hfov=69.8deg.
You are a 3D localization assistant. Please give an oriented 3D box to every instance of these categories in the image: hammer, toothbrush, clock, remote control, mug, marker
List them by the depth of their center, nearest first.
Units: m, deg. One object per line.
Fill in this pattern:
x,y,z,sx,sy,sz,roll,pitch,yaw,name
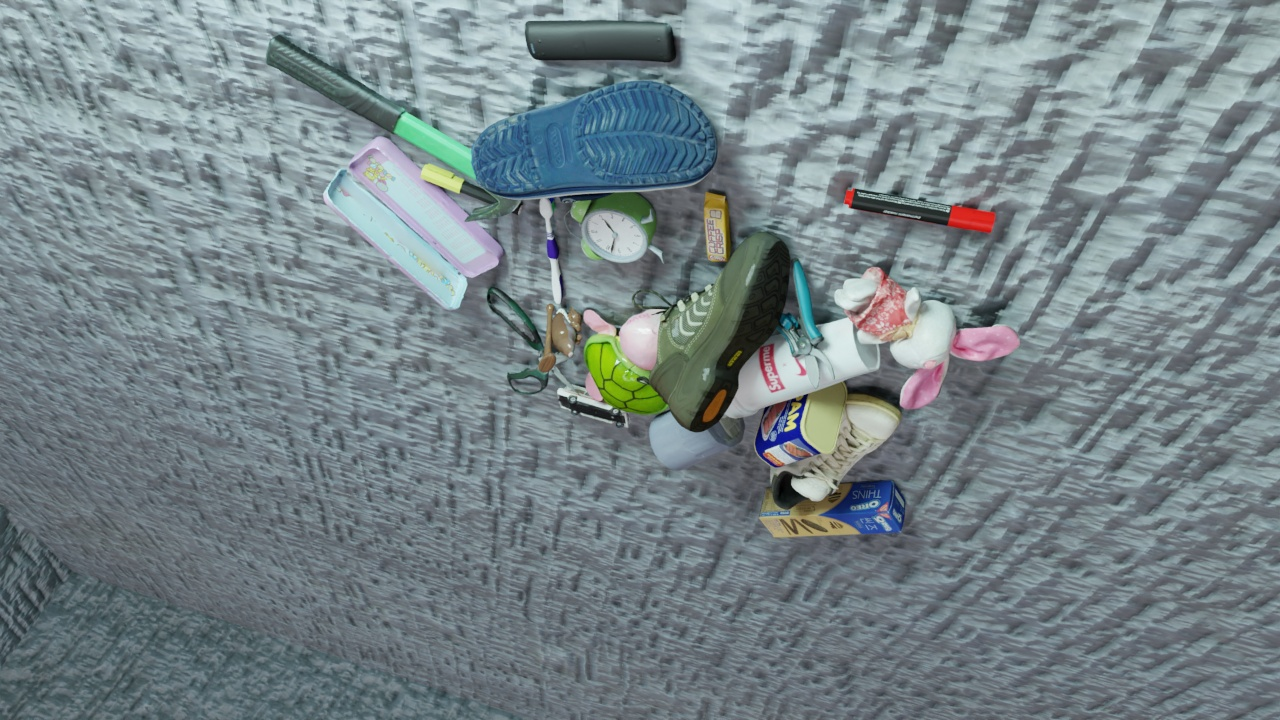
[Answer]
-0.041,-0.306,0.884,0.152,0.020,0.041,6,142,17,remote control
0.279,-0.151,0.922,0.145,0.021,0.023,13,172,11,marker
-0.269,-0.265,1.027,0.318,0.032,0.131,30,132,-7,hammer
-0.031,-0.154,1.050,0.119,0.042,0.094,6,139,19,clock
-0.200,-0.203,1.091,0.124,0.017,0.021,21,144,-2,marker
-0.108,-0.135,1.133,0.015,0.016,0.187,13,145,11,toothbrush
0.089,0.088,1.241,0.104,0.123,0.084,-30,84,44,mug

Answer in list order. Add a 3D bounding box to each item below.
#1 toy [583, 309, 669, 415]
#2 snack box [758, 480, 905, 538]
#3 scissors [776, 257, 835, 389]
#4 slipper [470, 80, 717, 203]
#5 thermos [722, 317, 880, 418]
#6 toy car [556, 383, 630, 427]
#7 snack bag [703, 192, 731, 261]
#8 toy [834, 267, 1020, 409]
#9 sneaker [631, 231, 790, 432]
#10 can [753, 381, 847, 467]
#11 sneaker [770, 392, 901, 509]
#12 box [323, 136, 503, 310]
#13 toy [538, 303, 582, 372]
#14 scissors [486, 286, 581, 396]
-0.007,0.007,1.202,0.190,0.087,0.239,37,147,-2,toy
0.280,0.221,1.352,0.207,0.057,0.056,-9,135,34,snack box
0.178,-0.048,1.041,0.156,0.019,0.125,41,129,38,scissors
-0.046,-0.218,0.943,0.253,0.105,0.095,-4,180,10,slipper
0.174,0.005,1.115,0.221,0.099,0.099,-19,128,35,thermos
-0.066,0.064,1.338,0.113,0.038,0.039,14,143,18,toy car
0.085,-0.145,1.023,0.026,0.020,0.099,10,141,16,snack bag
0.297,-0.033,1.006,0.194,0.084,0.160,34,133,-17,toy
0.072,-0.051,1.054,0.143,0.238,0.101,35,-164,34,sneaker
0.201,0.074,1.162,0.056,0.116,0.092,37,143,-20,can
0.245,0.129,1.217,0.089,0.102,0.242,30,141,-11,sneaker
-0.279,-0.159,1.123,0.089,0.092,0.214,-19,128,41,box
-0.103,-0.031,1.200,0.054,0.101,0.042,13,140,-18,toy
-0.167,-0.015,1.294,0.201,0.015,0.202,50,145,-17,scissors
